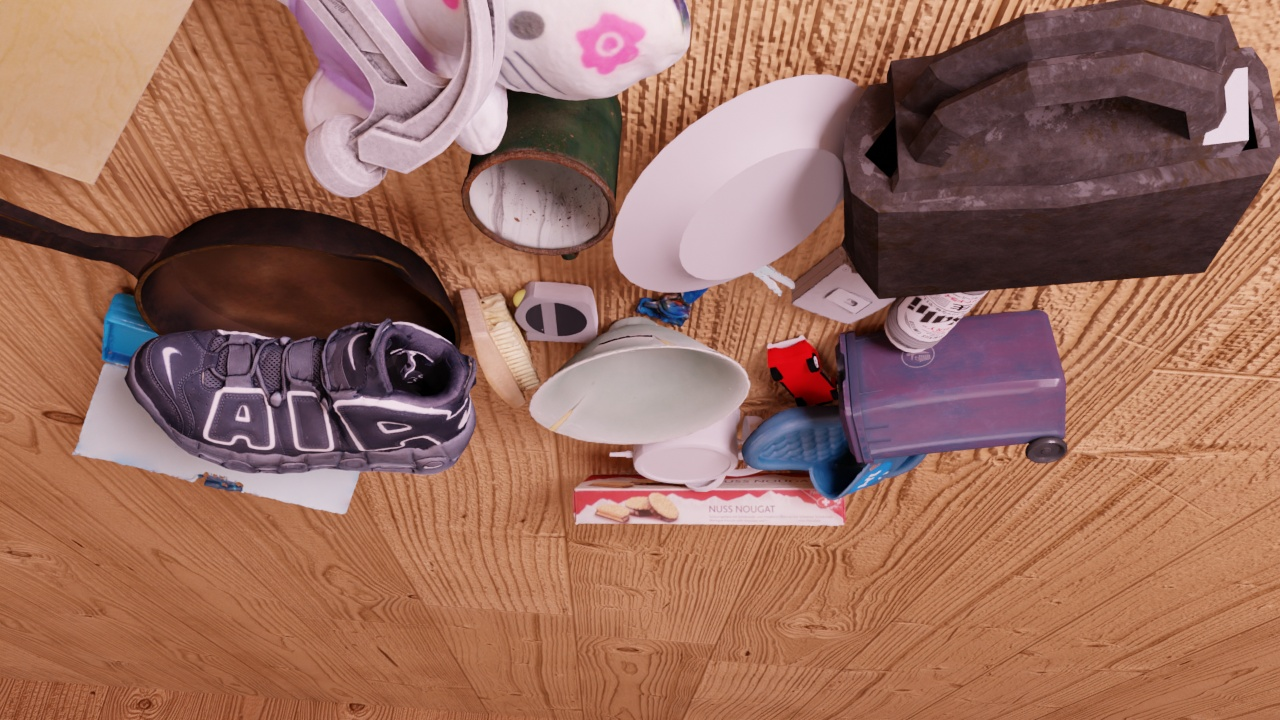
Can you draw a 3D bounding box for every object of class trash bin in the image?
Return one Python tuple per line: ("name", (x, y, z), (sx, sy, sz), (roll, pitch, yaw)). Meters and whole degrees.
("trash bin", (0.236, 0.023, 0.713), (0.161, 0.093, 0.092), (-8, 138, 17))

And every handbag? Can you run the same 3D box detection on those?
("handbag", (0.203, -0.115, 0.471), (0.197, 0.102, 0.199), (-4, 165, 13))

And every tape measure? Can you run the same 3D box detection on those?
("tape measure", (-0.066, -0.037, 0.722), (0.064, 0.016, 0.065), (3, 149, 1))
("tape measure", (0.150, -0.052, 0.666), (0.062, 0.020, 0.060), (19, 147, -23))

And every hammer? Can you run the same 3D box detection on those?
("hammer", (-0.172, -0.208, 0.336), (0.126, 0.036, 0.316), (-19, 122, 34))

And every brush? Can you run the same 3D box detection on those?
("brush", (-0.113, -0.010, 0.745), (0.039, 0.049, 0.117), (-20, 147, -4))

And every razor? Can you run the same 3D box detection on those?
("razor", (0.045, -0.061, 0.667), (0.044, 0.018, 0.141), (18, 147, -21))

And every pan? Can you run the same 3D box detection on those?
("pan", (-0.297, -0.062, 0.652), (0.355, 0.043, 0.249), (22, 146, -38))

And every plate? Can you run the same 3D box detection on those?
("plate", (0.067, -0.090, 0.535), (0.172, 0.019, 0.173), (-22, 153, -12))

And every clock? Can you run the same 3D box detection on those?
("clock", (0.058, 0.077, 0.864), (0.159, 0.061, 0.120), (18, 146, -30))

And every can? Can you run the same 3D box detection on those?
("can", (0.212, -0.048, 0.642), (0.044, 0.043, 0.107), (9, 149, -9))

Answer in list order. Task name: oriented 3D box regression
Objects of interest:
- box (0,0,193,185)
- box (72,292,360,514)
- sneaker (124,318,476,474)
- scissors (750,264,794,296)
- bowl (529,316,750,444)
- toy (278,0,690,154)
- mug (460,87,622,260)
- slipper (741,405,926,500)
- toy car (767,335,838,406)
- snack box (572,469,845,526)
("box", (-0.352, -0.207, 0.425), (0.257, 0.076, 0.248), (32, 143, -29))
("box", (-0.356, 0.035, 0.830), (0.243, 0.075, 0.167), (19, 117, -23))
("sneaker", (-0.228, 0.013, 0.657), (0.252, 0.097, 0.151), (10, 147, -24))
("scissors", (0.052, -0.079, 0.621), (0.134, 0.016, 0.073), (35, 137, -26))
("bowl", (-0.004, 0.004, 0.729), (0.174, 0.067, 0.174), (-4, 153, -2))
("toy", (-0.080, -0.168, 0.423), (0.210, 0.085, 0.138), (-5, 116, 28))
("mug", (-0.050, -0.110, 0.533), (0.085, 0.081, 0.111), (-3, 149, 11))
("slipper", (0.185, 0.082, 0.823), (0.213, 0.059, 0.104), (10, 136, -36))
("toy car", (0.140, 0.013, 0.773), (0.038, 0.025, 0.089), (-15, 146, 26))
("snack box", (0.071, 0.140, 0.945), (0.273, 0.044, 0.076), (-2, -175, 12))
